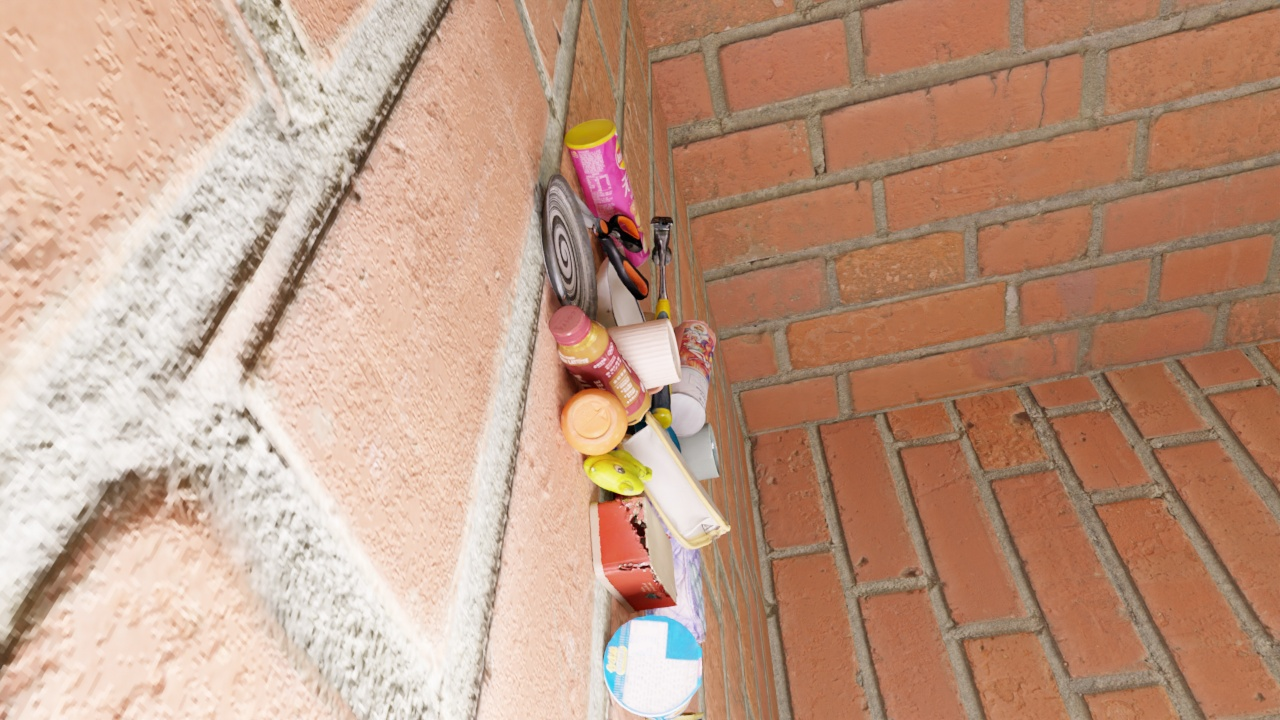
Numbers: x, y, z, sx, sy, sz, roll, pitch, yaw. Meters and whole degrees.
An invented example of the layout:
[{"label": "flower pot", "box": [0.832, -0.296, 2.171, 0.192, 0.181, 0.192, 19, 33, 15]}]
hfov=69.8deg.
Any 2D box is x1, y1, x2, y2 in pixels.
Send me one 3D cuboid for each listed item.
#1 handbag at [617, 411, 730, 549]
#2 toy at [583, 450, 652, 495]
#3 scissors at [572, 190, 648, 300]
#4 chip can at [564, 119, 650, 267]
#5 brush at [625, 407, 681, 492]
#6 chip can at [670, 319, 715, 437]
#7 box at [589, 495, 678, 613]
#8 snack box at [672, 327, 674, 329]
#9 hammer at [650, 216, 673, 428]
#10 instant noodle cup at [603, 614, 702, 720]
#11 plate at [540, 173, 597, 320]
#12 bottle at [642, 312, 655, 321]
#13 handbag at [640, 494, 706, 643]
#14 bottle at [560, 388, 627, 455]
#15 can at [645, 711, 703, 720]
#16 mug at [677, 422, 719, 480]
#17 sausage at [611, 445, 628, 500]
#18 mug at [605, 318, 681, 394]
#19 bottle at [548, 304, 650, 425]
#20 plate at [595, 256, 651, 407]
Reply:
[{"label": "handbag", "box": [0.044, 0.152, 1.116, 0.163, 0.063, 0.178, 57, 4, 17]}, {"label": "toy", "box": [-0.027, 0.119, 0.994, 0.100, 0.097, 0.031, 9, 105, -50]}, {"label": "scissors", "box": [-0.047, -0.171, 1.194, 0.227, 0.022, 0.197, 58, 25, -29]}, {"label": "chip can", "box": [-0.044, -0.228, 1.291, 0.071, 0.071, 0.211, -91, 167, -49]}, {"label": "brush", "box": [0.017, 0.118, 1.233, 0.055, 0.074, 0.144, -75, 154, -53]}, {"label": "chip can", "box": [0.066, 0.021, 1.320, 0.214, 0.071, 0.071, -75, 153, -58]}, {"label": "box", "box": [0.003, 0.214, 1.017, 0.168, 0.077, 0.091, 66, 16, -58]}, {"label": "snack box", "box": [0.047, 0.047, 1.574, 0.058, 0.057, 0.207, 3, 77, -78]}, {"label": "hammer", "box": [0.028, -0.060, 1.241, 0.126, 0.032, 0.322, 87, 3, -59]}, {"label": "instant noodle cup", "box": [0.017, 0.326, 0.943, 0.110, 0.099, 0.099, 80, 4, -58]}, {"label": "plate", "box": [-0.084, -0.120, 1.036, 0.179, 0.024, 0.179, -10, 89, -79]}, {"label": "bottle", "box": [0.028, 0.019, 1.455, 0.065, 0.065, 0.219, -92, 167, -44]}, {"label": "handbag", "box": [0.040, 0.264, 1.204, 0.134, 0.075, 0.193, 72, 12, -51]}, {"label": "bottle", "box": [-0.044, 0.069, 0.967, 0.149, 0.067, 0.066, 71, 9, -80]}, {"label": "can", "box": [0.044, 0.450, 1.053, 0.102, 0.057, 0.083, 55, 27, -68]}, {"label": "mug", "box": [0.061, 0.145, 1.372, 0.112, 0.106, 0.082, 52, 27, -70]}, {"label": "sausage", "box": [-0.028, 0.141, 1.099, 0.020, 0.020, 0.156, -48, 126, -79]}, {"label": "mug", "box": [-0.007, 0.007, 1.116, 0.115, 0.106, 0.081, 68, 14, -49]}, {"label": "bottle", "box": [-0.045, 0.006, 0.997, 0.175, 0.057, 0.057, 56, 23, -49]}, {"label": "plate", "box": [-0.015, -0.018, 1.278, 0.161, 0.034, 0.266, -82, 155, -58]}]
